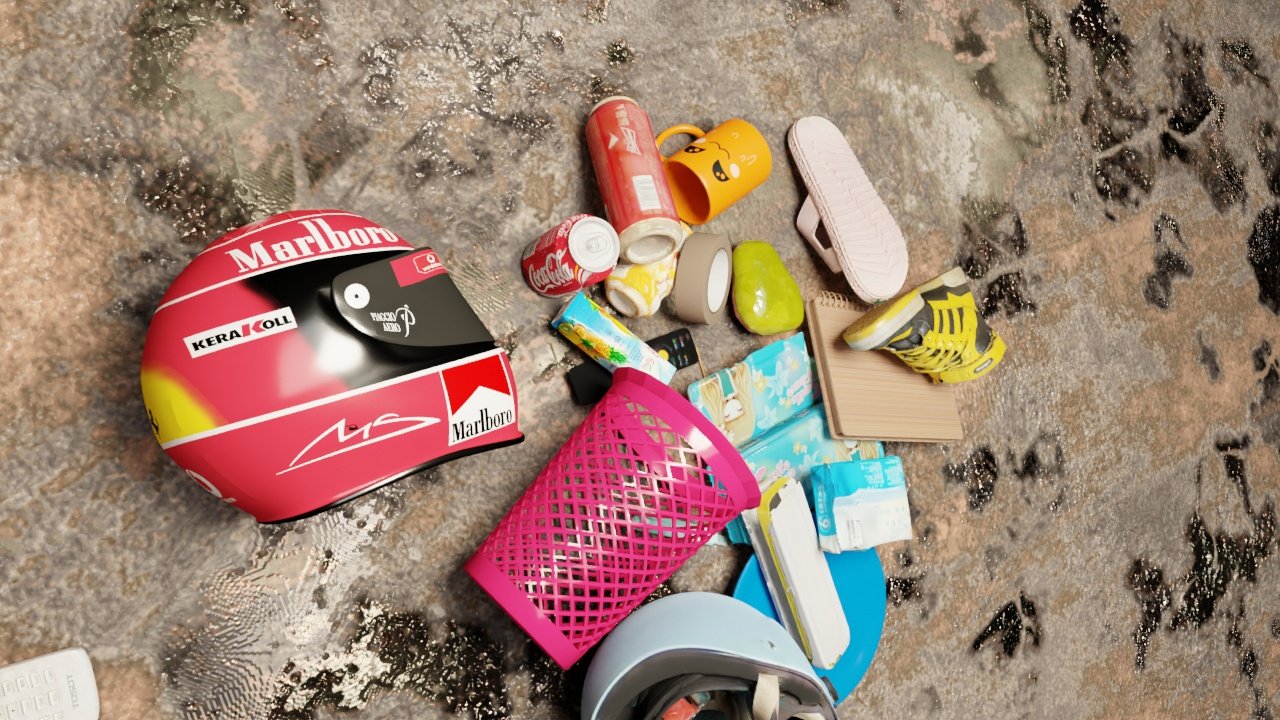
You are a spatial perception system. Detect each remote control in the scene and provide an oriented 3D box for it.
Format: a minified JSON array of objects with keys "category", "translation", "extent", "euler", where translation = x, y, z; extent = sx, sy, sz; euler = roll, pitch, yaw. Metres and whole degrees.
[{"category":"remote control","translation":[-0.006,0.005,0.936],"extent":[0.151,0.020,0.041],"euler":[-20,91,-29]},{"category":"remote control","translation":[-0.469,0.254,0.657],"extent":[0.138,0.025,0.060],"euler":[-12,90,-28]}]

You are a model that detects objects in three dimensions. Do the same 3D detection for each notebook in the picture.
[{"category":"notebook","translation":[0.281,0.008,1.051],"extent":[0.210,0.022,0.169],"euler":[5,68,-36]}]

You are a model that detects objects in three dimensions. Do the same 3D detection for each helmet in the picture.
[{"category":"helmet","translation":[0.065,0.322,0.840],"extent":[0.226,0.166,0.266],"euler":[-30,113,9]},{"category":"helmet","translation":[-0.239,-0.005,0.715],"extent":[0.270,0.198,0.224],"euler":[-19,93,-37]}]

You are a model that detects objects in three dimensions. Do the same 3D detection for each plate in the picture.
[{"category":"plate","translation":[0.177,0.273,0.987],"extent":[0.224,0.024,0.224],"euler":[-2,94,-32]}]

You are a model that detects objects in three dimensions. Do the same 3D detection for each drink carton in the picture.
[{"category":"drink carton","translation":[-0.024,-0.013,0.893],"extent":[0.129,0.044,0.038],"euler":[39,66,-13]}]

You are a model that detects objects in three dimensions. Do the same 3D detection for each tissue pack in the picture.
[{"category":"tissue pack","translation":[0.232,0.150,0.963],"extent":[0.144,0.062,0.093],"euler":[2,78,-47]}]

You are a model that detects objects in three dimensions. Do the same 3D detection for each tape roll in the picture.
[{"category":"tape roll","translation":[0.066,-0.084,0.947],"extent":[0.093,0.030,0.093],"euler":[11,90,-69]}]

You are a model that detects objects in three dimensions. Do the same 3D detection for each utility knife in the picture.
[{"category":"utility knife","translation":[0.043,0.175,0.944],"extent":[0.120,0.015,0.022],"euler":[19,84,-26]}]

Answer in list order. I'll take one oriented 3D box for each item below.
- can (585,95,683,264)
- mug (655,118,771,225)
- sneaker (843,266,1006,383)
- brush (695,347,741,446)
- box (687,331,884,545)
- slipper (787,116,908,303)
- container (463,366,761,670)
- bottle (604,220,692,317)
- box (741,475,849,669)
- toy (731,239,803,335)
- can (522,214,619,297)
[{"category":"can","translation":[-0.009,-0.178,0.901],"extent":[0.067,0.067,0.170],"euler":[0,60,-28]},{"category":"mug","translation":[0.067,-0.211,0.977],"extent":[0.095,0.078,0.112],"euler":[-38,71,-26]},{"category":"sneaker","translation":[0.317,-0.020,1.016],"extent":[0.237,0.086,0.122],"euler":[-26,85,-44]},{"category":"brush","translation":[0.082,0.051,0.978],"extent":[0.048,0.017,0.126],"euler":[-18,92,-28]},{"category":"box","translation":[0.160,0.069,0.991],"extent":[0.226,0.039,0.182],"euler":[-25,103,-32]},{"category":"slipper","translation":[0.229,-0.168,1.058],"extent":[0.094,0.065,0.239],"euler":[-11,71,-29]},{"category":"container","translation":[-0.034,0.148,0.828],"extent":[0.225,0.183,0.183],"euler":[-45,105,-17]},{"category":"bottle","translation":[0.012,-0.096,0.934],"extent":[0.063,0.063,0.108],"euler":[45,65,-16]},{"category":"box","translation":[0.160,0.218,0.943],"extent":[0.065,0.045,0.210],"euler":[-34,110,-40]},{"category":"toy","translation":[0.136,-0.081,1.003],"extent":[0.089,0.051,0.110],"euler":[-11,86,-31]},{"category":"can","translation":[-0.065,-0.098,0.868],"extent":[0.064,0.105,0.064],"euler":[4,82,-28]}]
